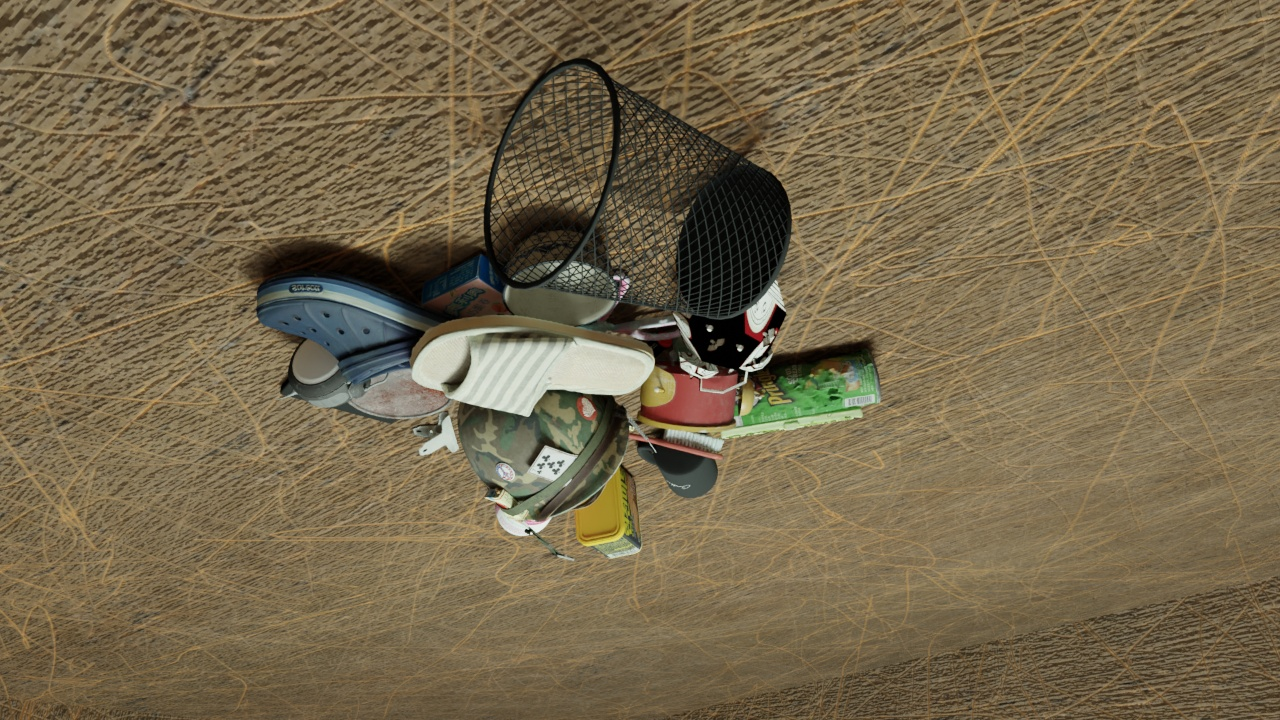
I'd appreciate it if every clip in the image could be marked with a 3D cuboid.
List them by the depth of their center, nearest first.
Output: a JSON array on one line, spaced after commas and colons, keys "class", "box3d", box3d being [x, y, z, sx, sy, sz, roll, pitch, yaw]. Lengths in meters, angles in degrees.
[{"class": "clip", "box3d": [-0.281, 0.101, 1.251, 0.054, 0.041, 0.102, -19, 151, -14]}]

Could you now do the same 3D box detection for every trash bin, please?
[{"class": "trash bin", "box3d": [0.006, -0.127, 0.780, 0.209, 0.183, 0.185, 13, 144, -38]}]

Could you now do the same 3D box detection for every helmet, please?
[{"class": "helmet", "box3d": [-0.105, 0.106, 1.104, 0.224, 0.192, 0.236, 22, 156, 37]}]

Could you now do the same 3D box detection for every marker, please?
[{"class": "marker", "box3d": [-0.007, 0.007, 1.135, 0.023, 0.021, 0.145, -9, 158, -41]}]

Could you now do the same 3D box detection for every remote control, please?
[{"class": "remote control", "box3d": [-0.372, 0.049, 1.152, 0.150, 0.013, 0.035, 21, 140, -35]}]

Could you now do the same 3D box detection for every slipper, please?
[{"class": "slipper", "box3d": [-0.270, -0.019, 0.949, 0.252, 0.095, 0.105, 17, 164, -23]}, {"class": "slipper", "box3d": [-0.103, 0.008, 0.961, 0.272, 0.054, 0.115, 2, 135, -32]}]

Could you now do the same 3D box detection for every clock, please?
[{"class": "clock", "box3d": [0.097, -0.029, 0.983, 0.114, 0.065, 0.155, -8, 118, -21]}, {"class": "clock", "box3d": [-0.338, 0.004, 1.008, 0.123, 0.091, 0.044, -8, 149, 14]}, {"class": "clock", "box3d": [0.072, 0.032, 1.084, 0.158, 0.081, 0.117, 1, -171, -26]}]

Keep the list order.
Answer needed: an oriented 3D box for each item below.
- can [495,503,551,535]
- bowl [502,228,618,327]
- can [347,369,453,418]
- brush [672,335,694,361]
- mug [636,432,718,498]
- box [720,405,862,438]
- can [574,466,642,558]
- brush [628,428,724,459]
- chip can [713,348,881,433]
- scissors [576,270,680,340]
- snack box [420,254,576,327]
[{"class": "can", "box3d": [-0.159, 0.194, 1.351, 0.088, 0.088, 0.166, 6, 147, -19]}, {"class": "bowl", "box3d": [-0.082, -0.088, 0.929, 0.115, 0.059, 0.116, -4, 149, -3]}, {"class": "can", "box3d": [-0.285, 0.020, 1.088, 0.130, 0.044, 0.130, -4, 149, -3]}, {"class": "brush", "box3d": [0.056, -0.060, 1.046, 0.033, 0.012, 0.218, -4, 148, -4]}, {"class": "mug", "box3d": [0.050, 0.142, 1.325, 0.114, 0.078, 0.088, 12, 155, 22]}, {"class": "box", "box3d": [0.201, 0.075, 1.248, 0.188, 0.048, 0.140, -10, 177, 8]}, {"class": "can", "box3d": [-0.048, 0.222, 1.379, 0.073, 0.130, 0.101, -14, 150, 14]}, {"class": "brush", "box3d": [0.032, 0.104, 1.265, 0.172, 0.030, 0.041, 11, 177, 16]}, {"class": "chip can", "box3d": [0.191, 0.039, 1.170, 0.223, 0.075, 0.075, -11, 149, 6]}, {"class": "scissors", "box3d": [-0.023, -0.041, 1.052, 0.168, 0.014, 0.171, 13, 143, -17]}, {"class": "snack box", "box3d": [-0.151, -0.053, 0.994, 0.088, 0.033, 0.154, -20, 146, 31]}]
